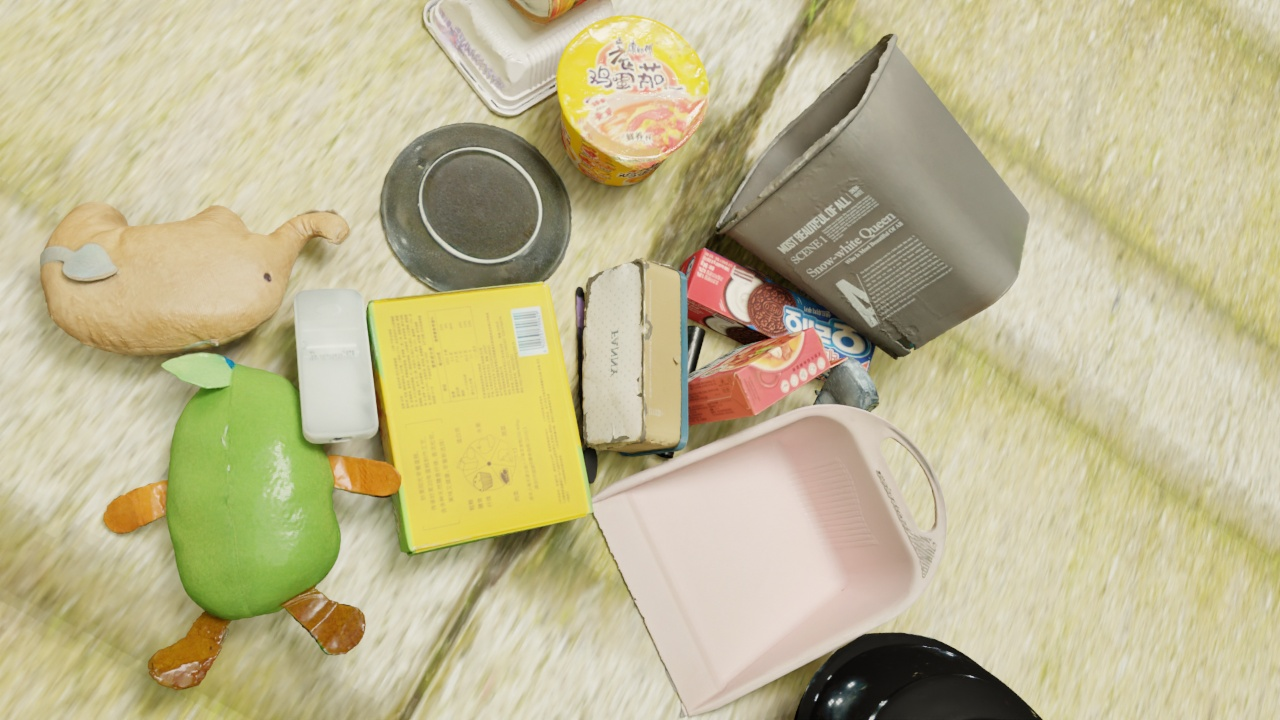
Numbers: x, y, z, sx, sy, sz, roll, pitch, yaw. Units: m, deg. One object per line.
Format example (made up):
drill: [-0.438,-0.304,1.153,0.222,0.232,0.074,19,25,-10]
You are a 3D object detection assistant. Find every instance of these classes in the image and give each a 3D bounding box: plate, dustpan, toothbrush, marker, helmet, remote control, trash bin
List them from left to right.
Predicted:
remote control: [-0.241,0.002,0.722,0.055,0.020,0.135,-5,60,-21]
plate: [-0.148,-0.141,0.849,0.179,0.024,0.179,4,77,-18]
toothbrush: [-0.053,0.021,0.855,0.014,0.017,0.188,5,73,-30]
marker: [0.037,0.029,0.878,0.022,0.020,0.131,32,67,-44]
dustpan: [0.123,0.159,0.816,0.272,0.139,0.222,-27,89,-23]
trash bin: [0.224,-0.140,0.860,0.220,0.200,0.198,42,47,-10]
helmet: [0.234,0.369,0.763,0.233,0.230,0.275,-10,123,-13]

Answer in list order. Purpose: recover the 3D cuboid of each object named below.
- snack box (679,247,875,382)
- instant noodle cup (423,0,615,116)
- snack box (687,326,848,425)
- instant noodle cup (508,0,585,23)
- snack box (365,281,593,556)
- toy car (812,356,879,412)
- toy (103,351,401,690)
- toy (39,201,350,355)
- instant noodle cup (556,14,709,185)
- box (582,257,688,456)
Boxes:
snack box: [0.133,-0.039,0.908,0.207,0.057,0.058,24,74,-13]
instant noodle cup: [-0.105,-0.335,0.890,0.173,0.060,0.138,-39,93,-21]
snack box: [0.105,0.011,0.843,0.126,0.113,0.044,-28,96,-33]
instant noodle cup: [-0.075,-0.376,0.808,0.108,0.138,0.138,-42,94,-14]
snack box: [-0.141,0.047,0.784,0.157,0.070,0.210,-9,81,-21]
toy car: [0.190,0.046,0.875,0.036,0.121,0.054,-18,61,-18]
toy: [-0.298,0.114,0.705,0.227,0.090,0.246,-7,77,-8]
toy: [-0.347,-0.070,0.731,0.225,0.083,0.143,-5,68,-21]
instant noodle cup: [-0.016,-0.234,0.863,0.138,0.110,0.138,2,79,-11]
box: [-0.005,0.005,0.827,0.059,0.090,0.184,9,77,-43]
